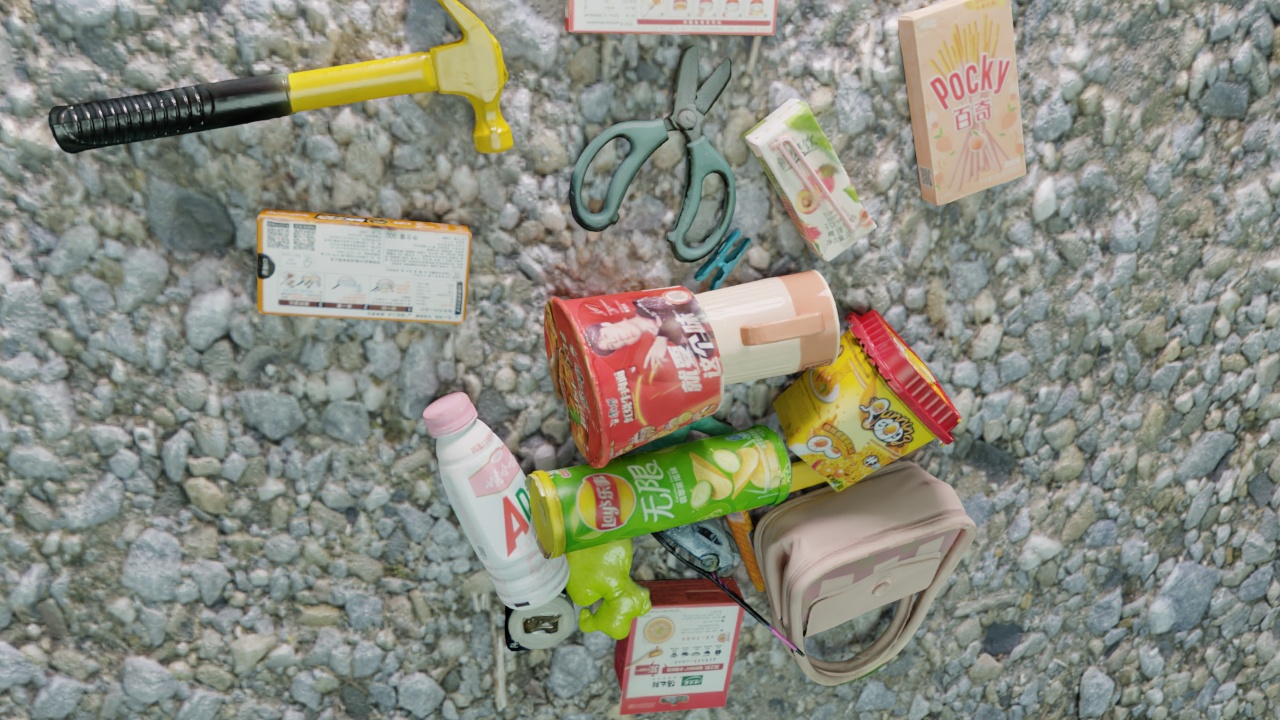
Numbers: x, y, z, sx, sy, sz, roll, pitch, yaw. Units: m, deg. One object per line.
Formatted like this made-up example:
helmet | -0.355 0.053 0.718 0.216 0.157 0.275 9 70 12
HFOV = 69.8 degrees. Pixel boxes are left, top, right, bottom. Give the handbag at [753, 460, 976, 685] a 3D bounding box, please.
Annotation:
handbag | 0.213 0.226 0.896 0.193 0.093 0.234 -14 124 -16

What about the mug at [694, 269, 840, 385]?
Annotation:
mug | 0.102 -0.025 0.745 0.106 0.114 0.081 -12 95 -6

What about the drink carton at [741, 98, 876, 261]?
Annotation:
drink carton | 0.137 -0.144 0.738 0.053 0.045 0.122 -35 116 4

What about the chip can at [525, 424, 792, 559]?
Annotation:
chip can | 0.020 0.107 0.768 0.221 0.072 0.073 -10 115 -19

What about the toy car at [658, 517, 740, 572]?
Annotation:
toy car | 0.041 0.149 0.838 0.120 0.054 0.037 36 103 -24

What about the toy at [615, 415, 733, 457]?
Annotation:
toy | 0.032 0.067 0.814 0.096 0.030 0.092 17 112 -23

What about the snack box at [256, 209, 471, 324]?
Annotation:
snack box | -0.208 -0.070 0.696 0.153 0.026 0.075 3 112 -15

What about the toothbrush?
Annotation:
toothbrush | 0.084 0.216 0.863 0.189 0.014 0.018 40 89 -1

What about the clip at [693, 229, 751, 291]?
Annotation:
clip | 0.069 -0.084 0.765 0.047 0.014 0.057 35 100 -23

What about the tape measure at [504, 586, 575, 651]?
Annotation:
tape measure | -0.094 0.235 0.854 0.066 0.033 0.066 -4 115 -12

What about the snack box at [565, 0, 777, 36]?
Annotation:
snack box | 0.024 -0.276 0.662 0.155 0.027 0.077 -3 113 -13

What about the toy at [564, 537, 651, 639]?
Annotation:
toy | -0.035 0.201 0.836 0.100 0.031 0.097 41 95 6

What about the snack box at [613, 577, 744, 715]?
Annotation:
snack box | 0.035 0.279 0.899 0.113 0.044 0.127 2 111 -15

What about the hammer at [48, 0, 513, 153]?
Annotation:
hammer | -0.242 -0.185 0.633 0.300 0.033 0.129 -13 115 -9

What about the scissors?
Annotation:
scissors | 0.009 -0.160 0.714 0.171 0.019 0.177 -3 115 -12

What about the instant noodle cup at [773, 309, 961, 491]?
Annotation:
instant noodle cup | 0.191 0.040 0.802 0.124 0.116 0.116 -40 117 18

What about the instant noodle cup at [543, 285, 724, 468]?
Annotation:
instant noodle cup | -0.004 0.004 0.724 0.108 0.138 0.138 -15 116 -16

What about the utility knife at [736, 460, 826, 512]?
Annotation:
utility knife | 0.163 0.105 0.862 0.216 0.015 0.033 -13 112 -18

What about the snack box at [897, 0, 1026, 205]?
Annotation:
snack box | 0.264 -0.213 0.749 0.084 0.026 0.157 -20 117 -5

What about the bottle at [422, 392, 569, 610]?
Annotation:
bottle | -0.125 0.120 0.779 0.068 0.068 0.197 -23 114 -3

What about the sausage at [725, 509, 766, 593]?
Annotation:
sausage | 0.098 0.162 0.876 0.021 0.021 0.165 -24 117 -3
